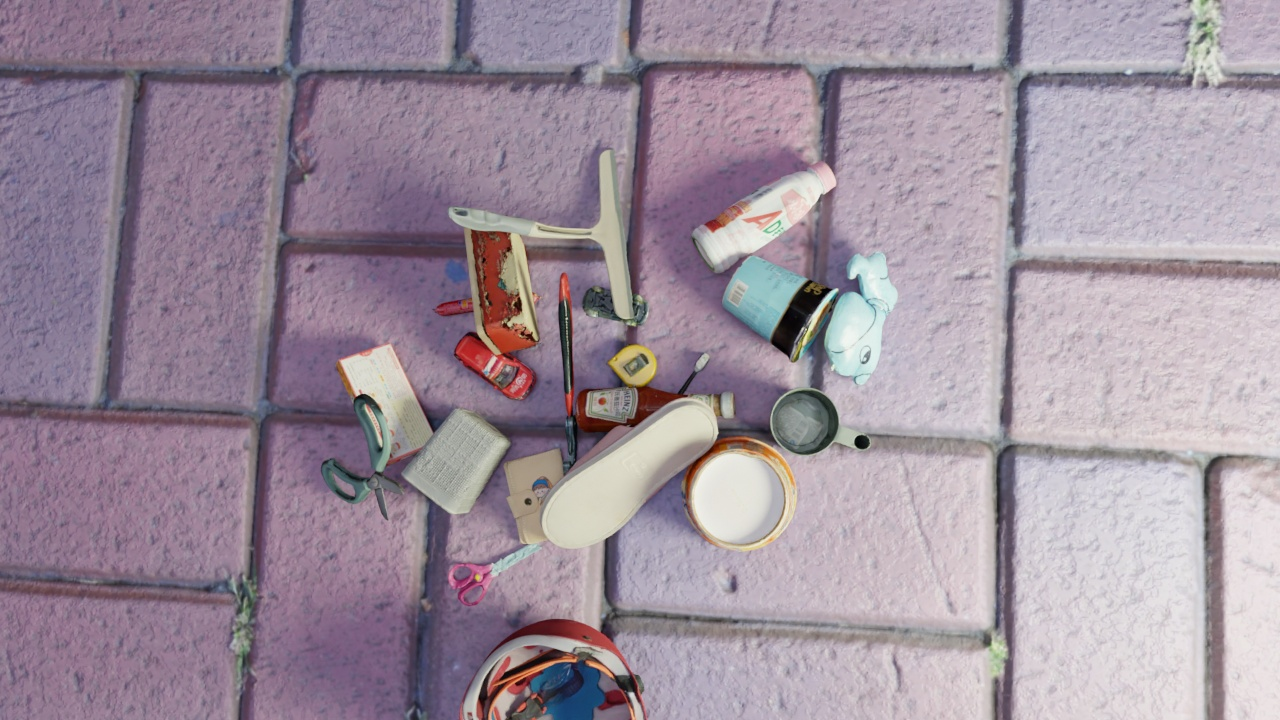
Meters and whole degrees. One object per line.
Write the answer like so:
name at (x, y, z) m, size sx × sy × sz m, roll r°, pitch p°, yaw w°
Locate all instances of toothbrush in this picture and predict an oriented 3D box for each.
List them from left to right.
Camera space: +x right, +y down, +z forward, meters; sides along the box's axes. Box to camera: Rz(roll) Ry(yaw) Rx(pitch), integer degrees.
toothbrush at (0.038, 0.066, 1.221) m, size 0.015 × 0.018 × 0.181 m, roll 34°, pitch 91°, yaw 5°

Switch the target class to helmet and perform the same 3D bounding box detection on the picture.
helmet at (-0.094, 0.429, 1.148) m, size 0.207 × 0.144 × 0.240 m, roll -36°, pitch 97°, yaw 3°

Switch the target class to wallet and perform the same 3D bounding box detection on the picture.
wallet at (-0.136, 0.183, 1.229) m, size 0.087 × 0.024 × 0.115 m, roll -15°, pitch 85°, yaw 6°

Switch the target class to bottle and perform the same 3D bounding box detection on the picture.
bottle at (0.019, 0.062, 1.189) m, size 0.206 × 0.059 × 0.059 m, roll -3°, pitch 85°, yaw 14°
bottle at (0.164, -0.192, 1.203) m, size 0.197 × 0.068 × 0.068 m, roll -33°, pitch 83°, yaw -1°

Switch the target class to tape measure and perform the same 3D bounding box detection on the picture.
tape measure at (-0.007, 0.007, 1.224) m, size 0.057 × 0.029 × 0.060 m, roll -42°, pitch 83°, yaw 1°

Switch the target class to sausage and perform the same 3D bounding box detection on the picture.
sausage at (-0.210, -0.079, 1.259) m, size 0.156 × 0.020 × 0.020 m, roll -7°, pitch 85°, yaw 6°

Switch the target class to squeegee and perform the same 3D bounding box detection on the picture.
squeegee at (-0.135, -0.172, 1.185) m, size 0.246 × 0.039 × 0.246 m, roll 2°, pitch 73°, yaw -31°

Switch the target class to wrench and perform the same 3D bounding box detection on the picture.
wrench at (-0.094, 0.021, 1.186) m, size 0.016 × 0.056 × 0.274 m, roll 1°, pitch 105°, yaw 5°

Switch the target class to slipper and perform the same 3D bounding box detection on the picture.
slipper at (-0.019, 0.140, 1.174) m, size 0.275 × 0.054 × 0.114 m, roll -41°, pitch 114°, yaw 13°

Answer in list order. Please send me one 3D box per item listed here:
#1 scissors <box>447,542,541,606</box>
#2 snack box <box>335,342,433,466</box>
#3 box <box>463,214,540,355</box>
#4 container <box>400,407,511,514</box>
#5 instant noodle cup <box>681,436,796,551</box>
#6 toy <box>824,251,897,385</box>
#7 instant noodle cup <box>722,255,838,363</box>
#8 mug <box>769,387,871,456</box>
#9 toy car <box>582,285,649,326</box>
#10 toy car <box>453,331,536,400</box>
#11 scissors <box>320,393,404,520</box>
scissors at (-0.191, 0.282, 1.232) m, size 0.135 × 0.017 × 0.063 m, roll -25°, pitch 83°, yaw 0°
snack box at (-0.343, 0.059, 1.240) m, size 0.076 × 0.027 × 0.155 m, roll -22°, pitch 82°, yaw -34°
box at (-0.174, -0.102, 1.203) m, size 0.079 × 0.091 × 0.168 m, roll -14°, pitch 67°, yaw 5°
container at (-0.238, 0.130, 1.212) m, size 0.090 × 0.090 × 0.114 m, roll 35°, pitch 87°, yaw 8°
instant noodle cup at (0.123, 0.171, 1.154) m, size 0.151 × 0.111 × 0.151 m, roll -1°, pitch 85°, yaw 6°
toy at (0.279, -0.050, 1.167) m, size 0.156 × 0.050 × 0.161 m, roll -37°, pitch 119°, yaw -25°
instant noodle cup at (0.174, -0.074, 1.177) m, size 0.120 × 0.111 × 0.111 m, roll 33°, pitch 90°, yaw 17°
mug at (0.222, 0.085, 1.154) m, size 0.124 × 0.103 × 0.083 m, roll 21°, pitch 88°, yaw 7°
toy car at (-0.033, -0.072, 1.230) m, size 0.090 × 0.034 × 0.043 m, roll 12°, pitch 90°, yaw 7°
toy car at (-0.198, 0.007, 1.239) m, size 0.120 × 0.045 × 0.053 m, roll 33°, pitch 91°, yaw 6°
scissors at (-0.373, 0.124, 1.216) m, size 0.174 × 0.019 × 0.170 m, roll 6°, pitch 103°, yaw 37°
